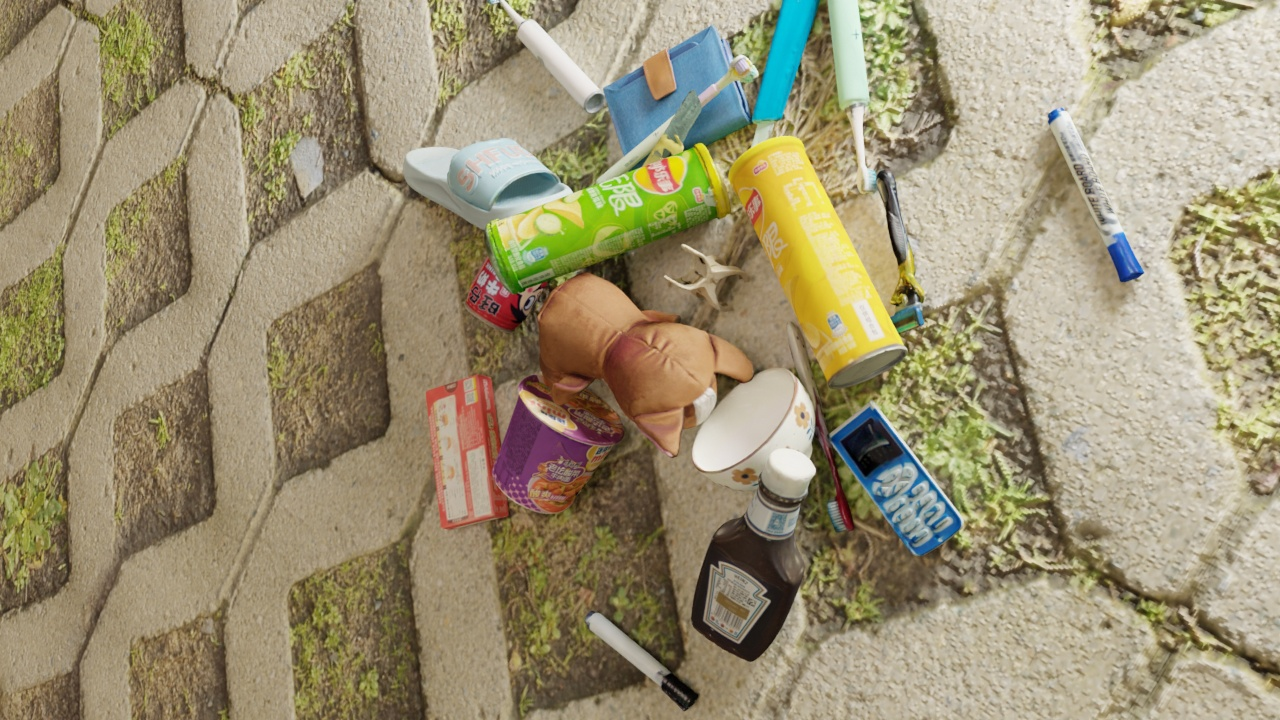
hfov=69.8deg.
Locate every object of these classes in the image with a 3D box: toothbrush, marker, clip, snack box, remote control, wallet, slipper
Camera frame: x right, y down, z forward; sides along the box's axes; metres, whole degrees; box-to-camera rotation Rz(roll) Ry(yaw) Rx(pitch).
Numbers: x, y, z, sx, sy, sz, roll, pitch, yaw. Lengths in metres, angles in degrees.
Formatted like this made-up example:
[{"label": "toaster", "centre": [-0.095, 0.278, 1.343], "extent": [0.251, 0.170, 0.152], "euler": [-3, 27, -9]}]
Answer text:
[{"label": "toothbrush", "centre": [0.185, -0.252, 0.803], "extent": [0.027, 0.027, 0.224], "euler": [-23, 68, 61]}, {"label": "toothbrush", "centre": [0.150, 0.055, 0.788], "extent": [0.017, 0.016, 0.187], "euler": [-24, 72, 36]}, {"label": "marker", "centre": [-0.002, 0.275, 0.845], "extent": [0.131, 0.018, 0.023], "euler": [30, 108, 30]}, {"label": "marker", "centre": [0.344, -0.128, 0.696], "extent": [0.017, 0.017, 0.145], "euler": [-24, 71, 26]}, {"label": "clip", "centre": [0.064, -0.084, 0.812], "extent": [0.035, 0.104, 0.081], "euler": [36, 87, 31]}, {"label": "snack box", "centre": [-0.185, 0.097, 0.975], "extent": [0.075, 0.025, 0.152], "euler": [-18, 74, 29]}, {"label": "toothbrush", "centre": [0.028, -0.218, 0.862], "extent": [0.190, 0.029, 0.020], "euler": [-34, 38, 27]}, {"label": "remote control", "centre": [0.206, 0.095, 0.742], "extent": [0.049, 0.024, 0.125], "euler": [-41, 66, 19]}, {"label": "wallet", "centre": [0.034, -0.248, 0.888], "extent": [0.133, 0.040, 0.106], "euler": [-22, 77, 26]}, {"label": "slipper", "centre": [-0.160, -0.195, 0.952], "extent": [0.246, 0.103, 0.074], "euler": [27, 127, 38]}, {"label": "toothbrush", "centre": [-0.108, -0.342, 0.990], "extent": [0.026, 0.027, 0.221], "euler": [-32, 64, -13]}]

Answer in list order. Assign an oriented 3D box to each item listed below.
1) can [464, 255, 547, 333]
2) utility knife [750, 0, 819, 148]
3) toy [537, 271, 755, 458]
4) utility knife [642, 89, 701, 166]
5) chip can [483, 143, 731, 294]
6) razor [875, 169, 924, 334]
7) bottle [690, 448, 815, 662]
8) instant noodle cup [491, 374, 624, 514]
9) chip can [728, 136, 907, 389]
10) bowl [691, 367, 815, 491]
[{"label": "can", "centre": [-0.133, -0.082, 0.945], "extent": [0.066, 0.066, 0.094], "euler": [39, 103, 29]}, {"label": "utility knife", "centre": [0.125, -0.256, 0.843], "extent": [0.034, 0.018, 0.207], "euler": [17, 92, 18]}, {"label": "toy", "centre": [-0.005, 0.005, 0.828], "extent": [0.200, 0.130, 0.140], "euler": [25, 67, 36]}, {"label": "utility knife", "centre": [0.006, -0.172, 0.879], "extent": [0.031, 0.020, 0.195], "euler": [31, 116, -7]}, {"label": "chip can", "centre": [-0.033, -0.128, 0.840], "extent": [0.221, 0.072, 0.072], "euler": [-21, 71, 0]}, {"label": "razor", "centre": [0.216, -0.092, 0.766], "extent": [0.043, 0.022, 0.142], "euler": [149, 118, -63]}, {"label": "bottle", "centre": [0.095, 0.156, 0.739], "extent": [0.080, 0.043, 0.195], "euler": [27, 125, 21]}, {"label": "instant noodle cup", "centre": [-0.084, 0.084, 0.875], "extent": [0.111, 0.111, 0.099], "euler": [38, 112, 29]}, {"label": "chip can", "centre": [0.148, -0.085, 0.776], "extent": [0.072, 0.072, 0.213], "euler": [-32, 69, 23]}, {"label": "bowl", "centre": [0.104, 0.068, 0.774], "extent": [0.114, 0.062, 0.113], "euler": [-39, 21, 17]}]
